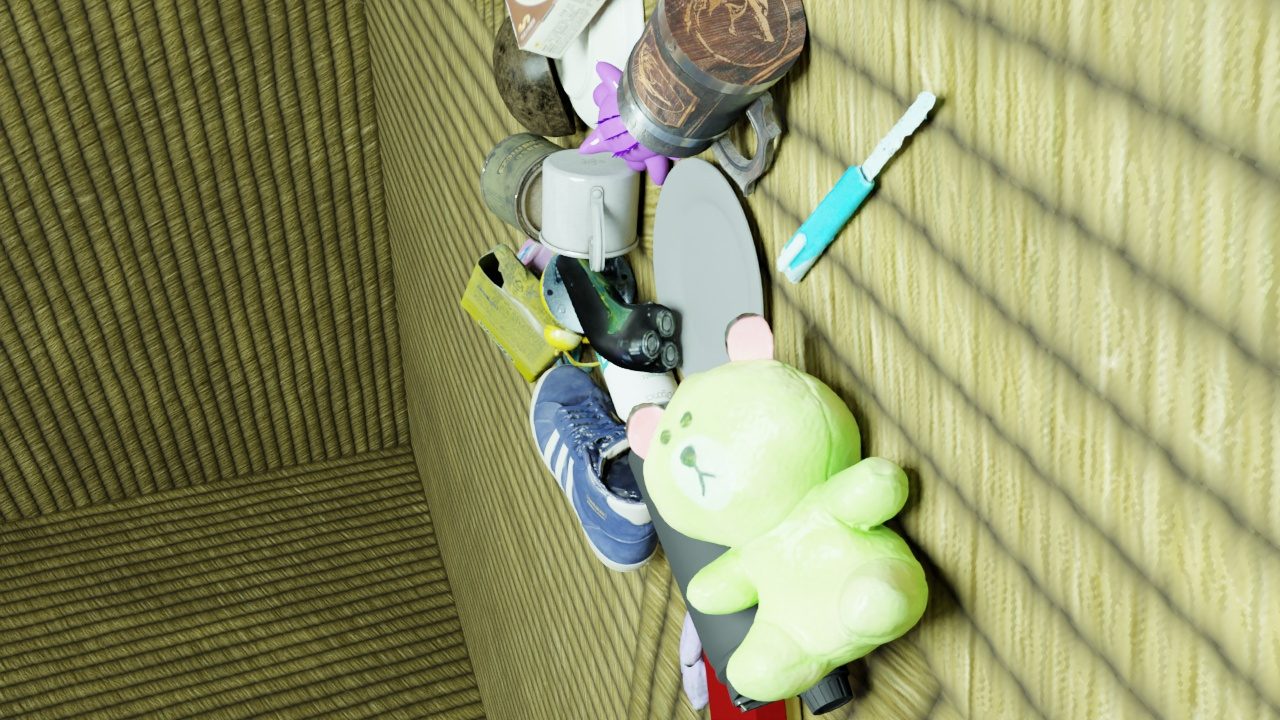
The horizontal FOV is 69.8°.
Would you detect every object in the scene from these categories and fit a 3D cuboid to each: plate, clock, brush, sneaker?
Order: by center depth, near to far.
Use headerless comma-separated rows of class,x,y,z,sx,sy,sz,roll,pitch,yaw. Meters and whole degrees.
plate,0.048,-0.054,0.654,0.179,0.012,0.178,169,90,-71
brush,0.083,0.245,0.663,0.082,0.041,0.173,-160,62,-68
plate,-0.045,-0.281,0.770,0.182,0.034,0.182,169,90,-71
clock,-0.049,-0.053,0.826,0.057,0.083,0.119,-172,75,-76
sneaker,-0.043,0.070,0.855,0.119,0.091,0.232,100,152,-55

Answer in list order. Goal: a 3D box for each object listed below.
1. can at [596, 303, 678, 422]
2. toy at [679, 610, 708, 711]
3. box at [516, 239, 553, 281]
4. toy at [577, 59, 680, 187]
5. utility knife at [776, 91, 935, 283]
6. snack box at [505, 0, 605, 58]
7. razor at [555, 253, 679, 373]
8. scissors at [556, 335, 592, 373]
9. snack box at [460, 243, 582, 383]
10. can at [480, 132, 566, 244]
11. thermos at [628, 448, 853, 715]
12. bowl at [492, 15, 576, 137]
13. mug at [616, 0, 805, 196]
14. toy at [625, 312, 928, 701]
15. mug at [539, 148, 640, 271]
can,-0.005,0.005,0.769,0.055,0.054,0.101,110,145,-55
toy,0.048,0.230,0.736,0.080,0.036,0.100,-54,-32,-63
box,-0.090,-0.087,1.008,0.090,0.091,0.214,-59,15,-12
toy,-0.007,-0.174,0.681,0.088,0.055,0.106,1,124,60
utility knife,0.106,-0.082,0.469,0.167,0.015,0.022,125,131,-66
snack box,-0.056,-0.333,0.691,0.144,0.041,0.147,-37,62,44
razor,-0.021,-0.045,0.734,0.067,0.054,0.151,-46,51,13
scissors,-0.072,0.023,1.040,0.140,0.013,0.118,172,89,-69
snack box,-0.123,-0.047,0.936,0.121,0.045,0.181,49,161,-2
can,-0.095,-0.162,0.867,0.074,0.089,0.090,37,135,47
thermos,0.065,0.132,0.590,0.086,0.086,0.198,104,150,-50
bowl,-0.104,-0.260,0.844,0.121,0.056,0.121,-13,-91,-85
mug,0.046,-0.158,0.531,0.116,0.079,0.107,53,161,-2
toy,0.077,0.079,0.508,0.151,0.107,0.196,-47,43,35
mug,-0.039,-0.124,0.751,0.113,0.084,0.071,-109,19,-58
